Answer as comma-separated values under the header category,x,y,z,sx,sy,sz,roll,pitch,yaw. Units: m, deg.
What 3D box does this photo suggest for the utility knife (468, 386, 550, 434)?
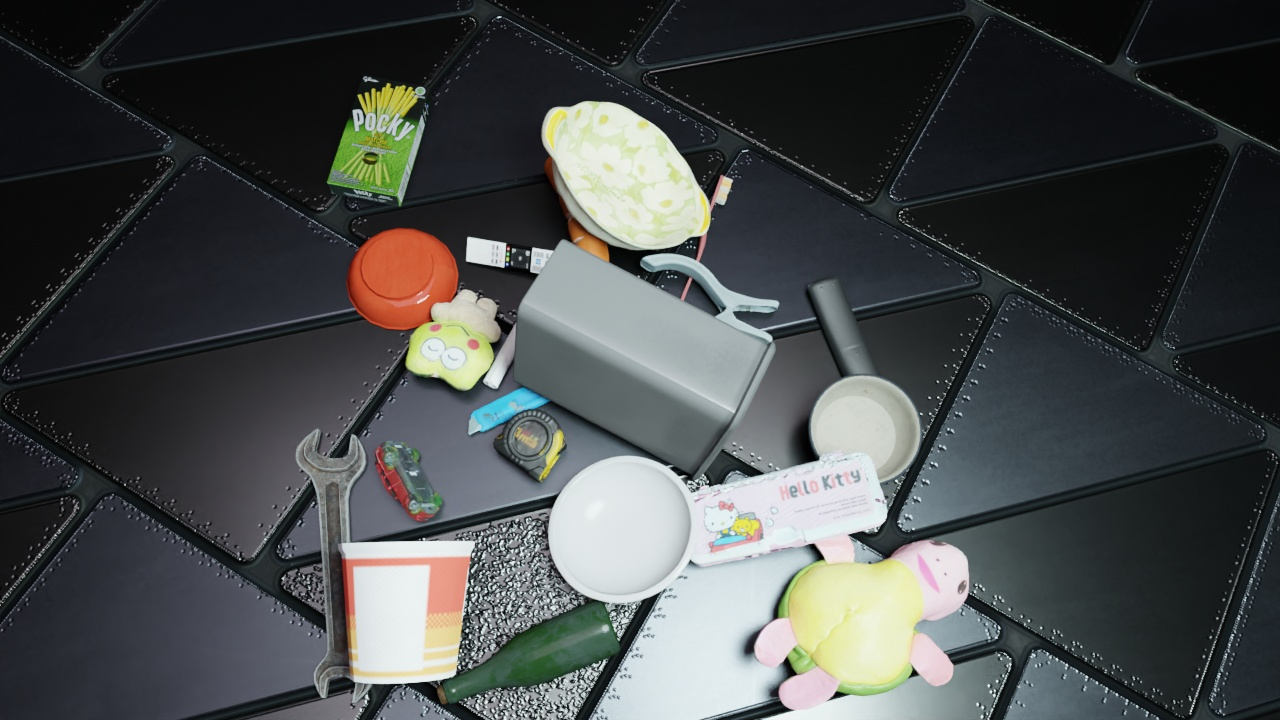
category,x,y,z,sx,sy,sz,roll,pitch,yaw
utility knife,-0.113,0.039,0.980,0.158,0.015,0.031,-26,72,-11

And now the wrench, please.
category,x,y,z,sx,sy,sz,roll,pitch,yaw
wrench,-0.303,0.199,0.914,0.070,0.010,0.273,-8,72,-6

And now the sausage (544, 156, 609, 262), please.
category,x,y,z,sx,sy,sz,roll,pitch,yaw
sausage,-0.069,-0.163,1.040,0.044,0.039,0.164,-18,73,1

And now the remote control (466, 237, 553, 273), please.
category,x,y,z,sx,sy,sz,roll,pitch,yaw
remote control,-0.133,-0.115,1.022,0.124,0.011,0.028,10,112,6

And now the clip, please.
category,x,y,z,sx,sy,sz,roll,pitch,yaw
clip,0.073,-0.086,1.019,0.172,0.029,0.143,4,76,-10

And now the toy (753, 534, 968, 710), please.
category,x,y,z,sx,sy,sz,roll,pitch,yaw
toy,0.219,0.245,0.892,0.237,0.088,0.190,-29,55,-18

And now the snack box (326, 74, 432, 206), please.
category,x,y,z,sx,sy,sz,roll,pitch,yaw
snack box,-0.300,-0.256,1.064,0.080,0.025,0.147,11,70,0

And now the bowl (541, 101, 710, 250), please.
category,x,y,z,sx,sy,sz,roll,pitch,yaw
bowl,-0.026,-0.193,1.018,0.219,0.060,0.188,26,51,-24

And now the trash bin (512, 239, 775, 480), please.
category,x,y,z,sx,sy,sz,roll,pitch,yaw
trash bin,-0.005,0.005,0.897,0.220,0.192,0.097,28,65,3

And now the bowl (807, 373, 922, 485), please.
category,x,y,z,sx,sy,sz,roll,pitch,yaw
bowl,0.229,0.076,0.962,0.115,0.059,0.115,0,78,1

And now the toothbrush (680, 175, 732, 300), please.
category,x,y,z,sx,sy,sz,roll,pitch,yaw
toothbrush,0.072,-0.133,1.053,0.015,0.015,0.184,20,72,0

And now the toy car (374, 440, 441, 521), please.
category,x,y,z,sx,sy,sz,roll,pitch,yaw
toy car,-0.237,0.122,0.928,0.036,0.042,0.091,-43,70,13

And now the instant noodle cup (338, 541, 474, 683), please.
category,x,y,z,sx,sy,sz,roll,pitch,yaw
instant noodle cup,-0.219,0.232,0.856,0.123,0.123,0.121,0,78,-4

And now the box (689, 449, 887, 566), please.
category,x,y,z,sx,sy,sz,roll,pitch,yaw
box,0.138,0.146,0.909,0.202,0.044,0.086,-16,69,14

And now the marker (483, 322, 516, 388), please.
category,x,y,z,sx,sy,sz,roll,pitch,yaw
marker,-0.133,-0.030,0.999,0.017,0.020,0.133,28,71,-4

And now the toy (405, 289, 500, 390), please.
category,x,y,z,sx,sy,sz,roll,pitch,yaw
toy,-0.195,-0.025,0.981,0.092,0.046,0.115,20,63,6

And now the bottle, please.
category,x,y,z,sx,sy,sz,roll,pitch,yaw
bottle,-0.108,0.285,0.874,0.174,0.055,0.055,-20,73,-9

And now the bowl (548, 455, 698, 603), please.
category,x,y,z,sx,sy,sz,roll,pitch,yaw
bowl,-0.015,0.172,0.917,0.149,0.043,0.149,-5,61,8

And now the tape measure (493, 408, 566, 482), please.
category,x,y,z,sx,sy,sz,roll,pitch,yaw
tape measure,-0.112,0.083,0.954,0.067,0.038,0.062,33,80,11

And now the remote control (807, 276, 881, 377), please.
category,x,y,z,sx,sy,sz,roll,pitch,yaw
remote control,0.231,-0.023,1.021,0.041,0.020,0.151,-17,75,-11

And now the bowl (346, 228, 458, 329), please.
category,x,y,z,sx,sy,sz,roll,pitch,yaw
bowl,-0.264,-0.096,1.006,0.122,0.035,0.121,1,71,-3
